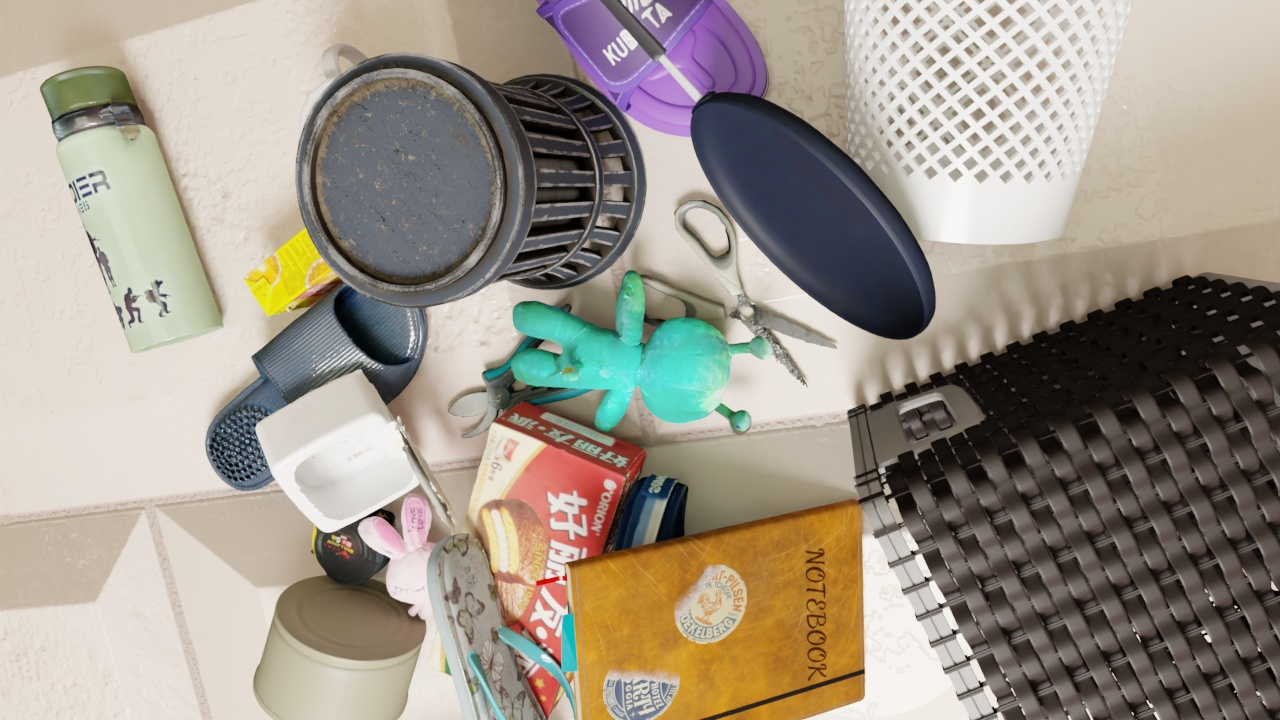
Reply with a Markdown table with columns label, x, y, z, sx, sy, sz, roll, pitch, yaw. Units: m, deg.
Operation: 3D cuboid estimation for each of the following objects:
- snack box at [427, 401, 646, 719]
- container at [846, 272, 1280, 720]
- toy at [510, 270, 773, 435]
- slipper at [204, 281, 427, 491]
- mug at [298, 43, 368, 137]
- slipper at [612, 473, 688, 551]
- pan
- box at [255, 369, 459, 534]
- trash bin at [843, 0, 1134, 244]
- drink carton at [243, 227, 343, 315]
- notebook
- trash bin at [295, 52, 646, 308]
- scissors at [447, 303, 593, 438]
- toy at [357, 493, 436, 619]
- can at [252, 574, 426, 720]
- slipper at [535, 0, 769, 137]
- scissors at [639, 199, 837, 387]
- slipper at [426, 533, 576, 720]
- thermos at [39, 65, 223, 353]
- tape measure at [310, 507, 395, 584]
| label | x | y | z | sx | sy | sz | roll | pitch | yaw |
| --- | --- | --- | --- | --- | --- | --- | --- | --- | --- |
| snack box | -0.086 | 0.162 | 0.737 | 0.113 | 0.060 | 0.237 | 21 | 110 | 10 |
| container | 0.292 | 0.106 | 0.542 | 0.244 | 0.247 | 0.245 | -27 | 93 | 14 |
| toy | -0.004 | 0.004 | 0.677 | 0.193 | 0.072 | 0.131 | 10 | 115 | 6 |
| slipper | -0.283 | 0.029 | 0.761 | 0.264 | 0.082 | 0.101 | -39 | 91 | 19 |
| mug | -0.205 | -0.185 | 0.692 | 0.074 | 0.089 | 0.105 | -17 | 96 | 17 |
| slipper | 0.015 | 0.214 | 0.705 | 0.095 | 0.105 | 0.253 | 8 | 104 | 9 |
| pan | 0.054 | -0.147 | 0.571 | 0.021 | 0.199 | 0.356 | -45 | 98 | -6 |
| box | -0.203 | 0.093 | 0.707 | 0.128 | 0.109 | 0.137 | -28 | 53 | -11 |
| trash bin | 0.200 | -0.183 | 0.548 | 0.196 | 0.195 | 0.200 | 6 | 112 | 13 |
| drink carton | -0.248 | -0.087 | 0.740 | 0.135 | 0.058 | 0.043 | -31 | 92 | 19 |
| notebook | 0.055 | 0.208 | 0.662 | 0.248 | 0.014 | 0.178 | -8 | 101 | -23 |
| trash bin | -0.103 | -0.117 | 0.607 | 0.164 | 0.227 | 0.164 | 3 | 101 | 14 |
| scissors | -0.087 | 0.016 | 0.739 | 0.124 | 0.019 | 0.157 | 23 | 107 | 11 |
| toy | -0.189 | 0.169 | 0.773 | 0.063 | 0.047 | 0.110 | -30 | 105 | -19 |
| can | -0.250 | 0.245 | 0.769 | 0.128 | 0.127 | 0.073 | 21 | 103 | 10 |
| slipper | -0.027 | -0.264 | 0.633 | 0.107 | 0.084 | 0.266 | -40 | 89 | 18 |
| scissors | 0.065 | -0.050 | 0.689 | 0.158 | 0.012 | 0.162 | -3 | 101 | 16 |
| slipper | -0.091 | 0.255 | 0.680 | 0.055 | 0.098 | 0.269 | -15 | 101 | 21 |
| thermos | -0.425 | -0.127 | 0.768 | 0.082 | 0.082 | 0.231 | -15 | 96 | 17 |
| tape measure | -0.249 | 0.155 | 0.797 | 0.071 | 0.042 | 0.072 | 19 | 100 | 4 |
